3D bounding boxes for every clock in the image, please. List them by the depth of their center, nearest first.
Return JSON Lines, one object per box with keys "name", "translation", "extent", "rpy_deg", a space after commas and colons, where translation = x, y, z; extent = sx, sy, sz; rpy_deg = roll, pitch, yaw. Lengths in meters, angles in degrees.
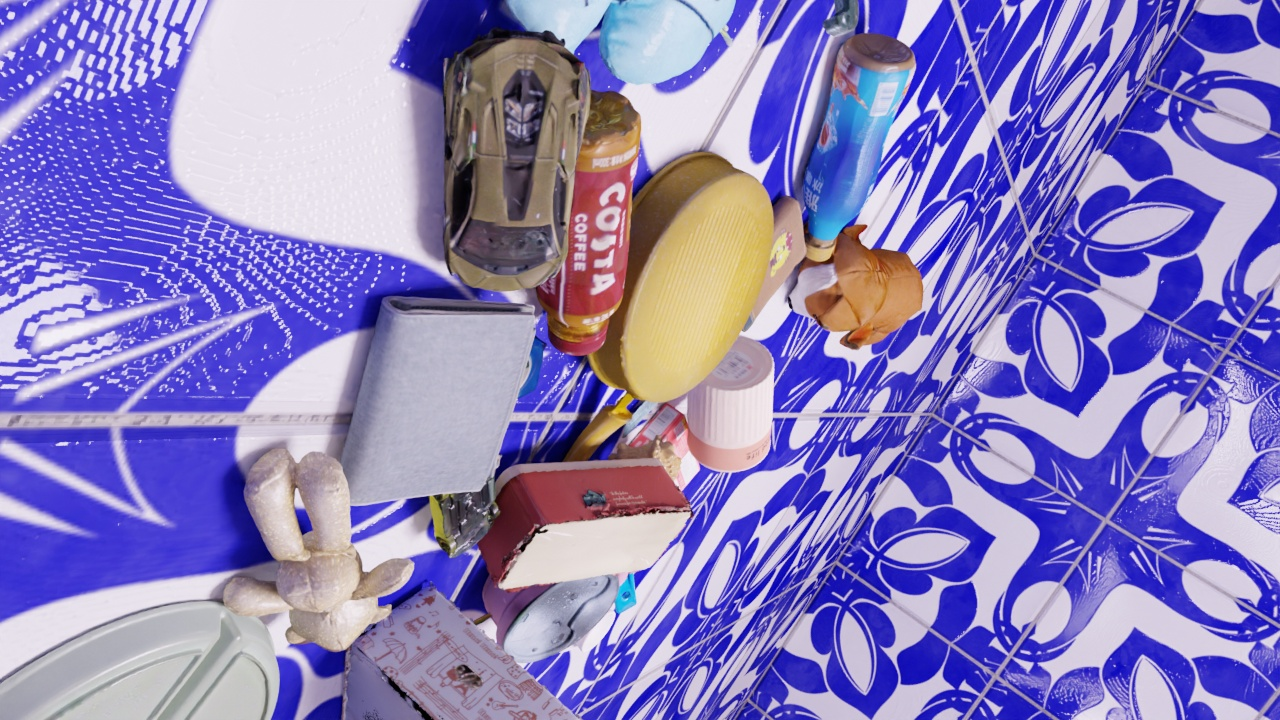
{"name": "clock", "translation": [-0.070, 0.208, 0.824], "extent": [0.158, 0.060, 0.117], "rpy_deg": [12, 119, -49]}

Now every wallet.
{"name": "wallet", "translation": [-0.119, 0.023, 0.545], "extent": [0.106, 0.037, 0.130], "rpy_deg": [-1, 122, -42]}
{"name": "wallet", "translation": [0.112, -0.087, 0.859], "extent": [0.115, 0.033, 0.090], "rpy_deg": [-51, 150, -17]}

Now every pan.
{"name": "pan", "translation": [-0.004, 0.004, 0.743], "extent": [0.197, 0.078, 0.358], "rpy_deg": [-7, 121, -55]}

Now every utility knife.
{"name": "utility knife", "translation": [0.047, -0.001, 0.877], "extent": [0.204, 0.021, 0.031], "rpy_deg": [-41, 144, -20]}

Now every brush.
{"name": "brush", "translation": [-0.008, 0.169, 0.897], "extent": [0.083, 0.046, 0.255], "rpy_deg": [-22, 140, -27]}

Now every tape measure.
{"name": "tape measure", "translation": [-0.089, 0.003, 0.604], "extent": [0.058, 0.025, 0.055], "rpy_deg": [-26, 142, -51]}

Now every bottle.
{"name": "bottle", "translation": [-0.035, -0.076, 0.560], "extent": [0.057, 0.057, 0.175], "rpy_deg": [-38, 152, -35]}
{"name": "bottle", "translation": [0.188, -0.184, 0.837], "extent": [0.065, 0.065, 0.219], "rpy_deg": [-38, 152, -35]}

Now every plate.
{"name": "plate", "translation": [-0.298, 0.234, 0.504], "extent": [0.229, 0.027, 0.231], "rpy_deg": [-43, 153, -28]}

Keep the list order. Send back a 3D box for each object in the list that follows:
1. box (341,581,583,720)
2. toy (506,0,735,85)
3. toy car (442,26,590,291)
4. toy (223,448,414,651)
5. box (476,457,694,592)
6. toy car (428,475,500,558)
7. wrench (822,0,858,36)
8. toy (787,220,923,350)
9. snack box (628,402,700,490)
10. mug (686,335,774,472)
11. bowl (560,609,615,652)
{"name": "box", "translation": [-0.128, 0.304, 0.729], "extent": [0.134, 0.179, 0.271], "rpy_deg": [-47, 154, -20]}
{"name": "toy", "translation": [0.003, -0.197, 0.484], "extent": [0.161, 0.050, 0.156], "rpy_deg": [-60, 148, -2]}
{"name": "toy car", "translation": [-0.065, -0.092, 0.466], "extent": [0.070, 0.042, 0.158], "rpy_deg": [-1, 137, -13]}
{"name": "toy", "translation": [-0.186, 0.112, 0.527], "extent": [0.105, 0.066, 0.157], "rpy_deg": [-10, 135, -15]}
{"name": "box", "translation": [-0.042, 0.136, 0.733], "extent": [0.168, 0.076, 0.091], "rpy_deg": [3, 131, -43]}
{"name": "toy car", "translation": [-0.126, 0.092, 0.635], "extent": [0.048, 0.032, 0.105], "rpy_deg": [-38, 145, -36]}
{"name": "wrench", "translation": [0.041, -0.236, 0.465], "extent": [0.273, 0.016, 0.056], "rpy_deg": [10, 76, -48]}
{"name": "toy", "translation": [0.227, -0.081, 1.007], "extent": [0.131, 0.140, 0.199], "rpy_deg": [-20, 171, 28]}
{"name": "snack box", "translation": [0.023, 0.107, 0.951], "extent": [0.075, 0.025, 0.153], "rpy_deg": [-48, 155, -15]}
{"name": "mug", "translation": [0.088, 0.030, 0.877], "extent": [0.114, 0.082, 0.106], "rpy_deg": [-71, 163, -45]}
{"name": "bowl", "translation": [-0.066, 0.255, 0.928], "extent": [0.118, 0.065, 0.118], "rpy_deg": [-42, 153, -28]}
